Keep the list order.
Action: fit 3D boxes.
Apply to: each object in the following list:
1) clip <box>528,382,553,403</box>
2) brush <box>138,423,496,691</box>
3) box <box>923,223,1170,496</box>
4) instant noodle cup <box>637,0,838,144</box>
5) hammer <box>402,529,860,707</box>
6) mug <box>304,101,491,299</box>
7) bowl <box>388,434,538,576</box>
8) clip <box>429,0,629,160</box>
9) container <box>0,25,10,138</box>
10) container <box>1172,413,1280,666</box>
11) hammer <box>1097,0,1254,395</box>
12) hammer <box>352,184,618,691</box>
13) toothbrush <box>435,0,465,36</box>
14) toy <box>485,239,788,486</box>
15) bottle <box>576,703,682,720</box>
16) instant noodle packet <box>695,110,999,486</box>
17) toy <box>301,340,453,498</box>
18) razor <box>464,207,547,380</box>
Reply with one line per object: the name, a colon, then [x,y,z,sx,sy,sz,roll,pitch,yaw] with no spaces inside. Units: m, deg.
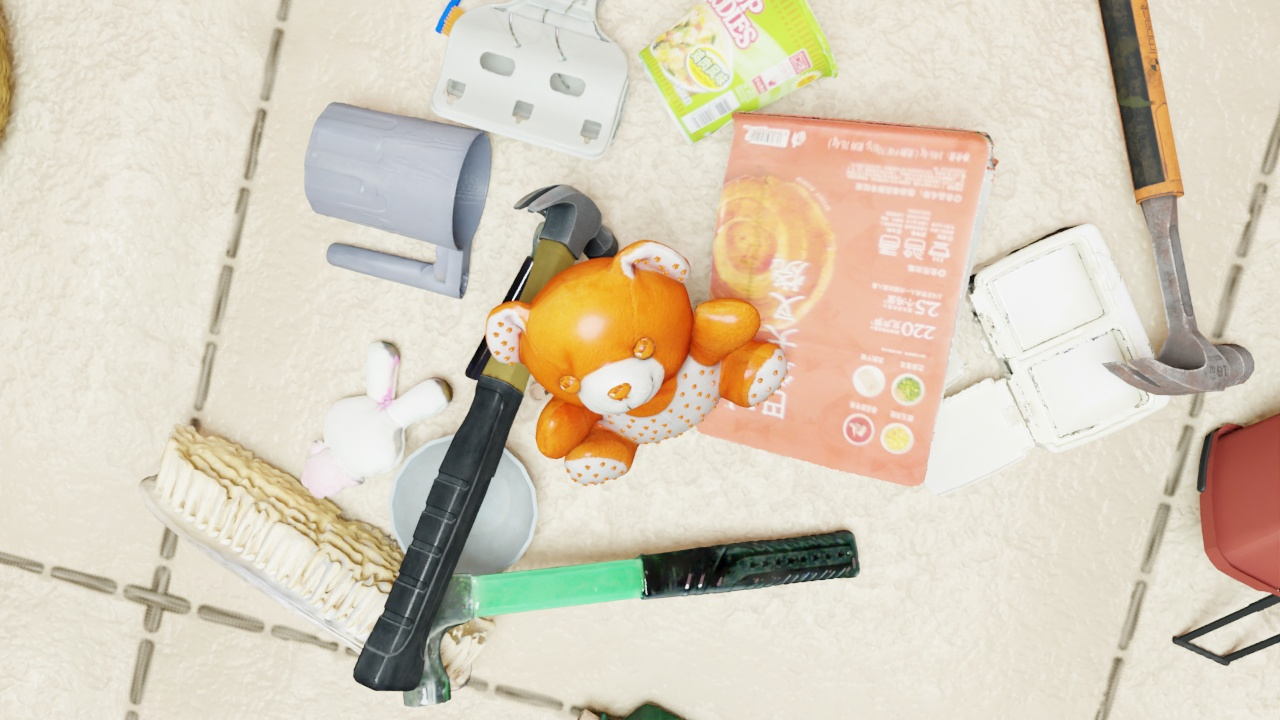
clip: [-0.049,0.017,0.669,0.061,0.041,0.024,-8,93,22]
brush: [-0.227,0.140,0.650,0.271,0.083,0.057,33,95,1]
box: [0.259,0.003,0.636,0.184,0.050,0.143,-26,93,3]
instant noodle cup: [0.061,-0.203,0.613,0.108,0.098,0.099,-30,92,11]
hammer: [-0.002,0.148,0.627,0.318,0.032,0.130,-3,74,-12]
mug: [-0.168,-0.110,0.640,0.104,0.083,0.124,14,121,2]
bowl: [-0.124,0.104,0.665,0.106,0.039,0.106,0,94,3]
clip: [-0.065,-0.213,0.640,0.126,0.096,0.152,17,73,-3]
container: [-0.592,-0.210,0.588,0.307,0.196,0.307,0,95,1]
container: [0.447,0.116,0.614,0.148,0.201,0.126,24,58,1]
hammer: [0.333,-0.130,0.609,0.137,0.035,0.314,-7,87,-34]
hammer: [-0.097,0.040,0.575,0.025,0.118,0.332,16,76,22]
toothbrush: [-0.087,-0.304,0.647,0.018,0.016,0.182,38,95,-6]
toy: [-0.003,0.003,0.557,0.164,0.172,0.092,-27,53,13]
bottle: [0.013,0.291,0.660,0.131,0.061,0.061,27,97,1]
instant noodle packet: [0.126,-0.040,0.600,0.164,0.083,0.221,12,96,23]
toy: [-0.196,0.048,0.661,0.079,0.038,0.122,38,83,21]
razor: [-0.088,-0.049,0.662,0.043,0.022,0.144,30,95,1]
